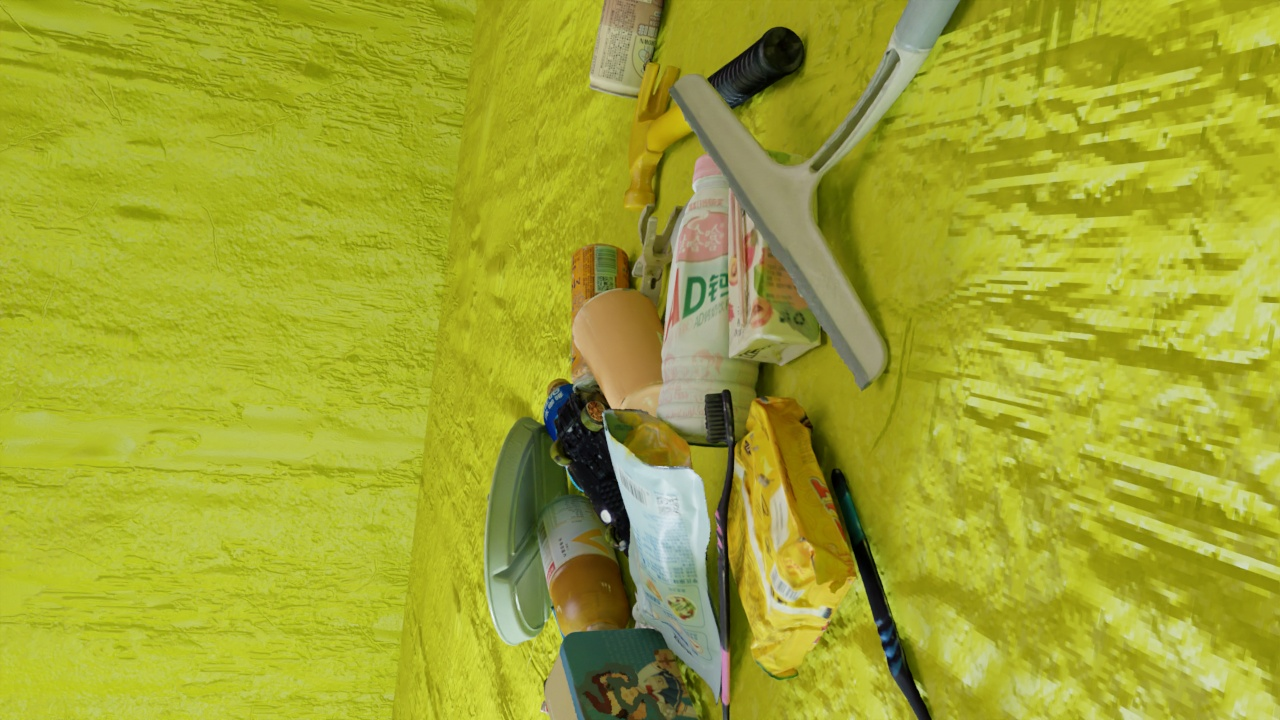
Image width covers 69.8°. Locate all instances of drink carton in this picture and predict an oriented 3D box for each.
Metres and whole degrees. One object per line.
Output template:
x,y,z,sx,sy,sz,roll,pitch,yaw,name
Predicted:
0.080,-0.063,0.567,0.054,0.045,0.122,141,133,-66,drink carton

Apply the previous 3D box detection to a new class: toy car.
-0.022,0.097,0.761,0.158,0.042,0.070,58,134,16,toy car

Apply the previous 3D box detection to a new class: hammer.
0.046,-0.203,0.737,0.301,0.032,0.128,-178,92,-72,hammer

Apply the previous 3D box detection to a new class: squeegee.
0.129,-0.158,0.464,0.246,0.039,0.247,63,140,30,squeegee

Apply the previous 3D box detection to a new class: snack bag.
0.017,0.129,0.610,0.110,0.038,0.191,23,132,46,snack bag

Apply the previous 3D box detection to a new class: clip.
0.013,-0.094,0.805,0.100,0.034,0.072,104,161,-47,clip

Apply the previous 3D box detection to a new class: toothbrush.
0.045,0.110,0.526,0.014,0.018,0.189,103,167,-81,toothbrush
0.117,0.128,0.442,0.189,0.016,0.014,-100,26,-43,toothbrush

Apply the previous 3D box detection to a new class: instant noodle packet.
0.079,0.097,0.515,0.128,0.044,0.111,-99,14,-47,instant noodle packet

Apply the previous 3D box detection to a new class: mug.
-0.005,0.004,0.762,0.122,0.078,0.078,-116,36,-49,mug

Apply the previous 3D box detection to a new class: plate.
-0.110,0.173,0.938,0.230,0.027,0.230,2,-91,-80,plate

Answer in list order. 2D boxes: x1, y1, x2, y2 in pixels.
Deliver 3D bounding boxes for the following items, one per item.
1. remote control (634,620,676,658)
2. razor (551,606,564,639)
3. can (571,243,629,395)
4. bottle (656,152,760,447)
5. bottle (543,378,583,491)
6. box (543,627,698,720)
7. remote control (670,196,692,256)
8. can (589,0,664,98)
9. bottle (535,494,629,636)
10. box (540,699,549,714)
0.016,0.198,0.710,0.058,0.021,0.150,-120,39,-60,remote control
-0.053,0.257,0.895,0.042,0.022,0.143,67,154,4,razor
-0.039,-0.039,0.893,0.058,0.058,0.145,131,142,-60,can
0.051,-0.042,0.619,0.068,0.068,0.196,155,122,-69,bottle
-0.061,0.064,0.912,0.218,0.065,0.065,-135,54,-67,bottle
-0.003,0.271,0.616,0.184,0.089,0.063,59,138,47,box
0.046,-0.063,0.710,0.056,0.019,0.135,119,151,-50,remote control
-0.013,-0.324,0.910,0.058,0.058,0.116,-121,42,-62,can
-0.051,0.199,0.835,0.189,0.068,0.068,-116,37,-58,bottle
-0.036,0.317,0.742,0.163,0.075,0.086,139,137,-64,box
